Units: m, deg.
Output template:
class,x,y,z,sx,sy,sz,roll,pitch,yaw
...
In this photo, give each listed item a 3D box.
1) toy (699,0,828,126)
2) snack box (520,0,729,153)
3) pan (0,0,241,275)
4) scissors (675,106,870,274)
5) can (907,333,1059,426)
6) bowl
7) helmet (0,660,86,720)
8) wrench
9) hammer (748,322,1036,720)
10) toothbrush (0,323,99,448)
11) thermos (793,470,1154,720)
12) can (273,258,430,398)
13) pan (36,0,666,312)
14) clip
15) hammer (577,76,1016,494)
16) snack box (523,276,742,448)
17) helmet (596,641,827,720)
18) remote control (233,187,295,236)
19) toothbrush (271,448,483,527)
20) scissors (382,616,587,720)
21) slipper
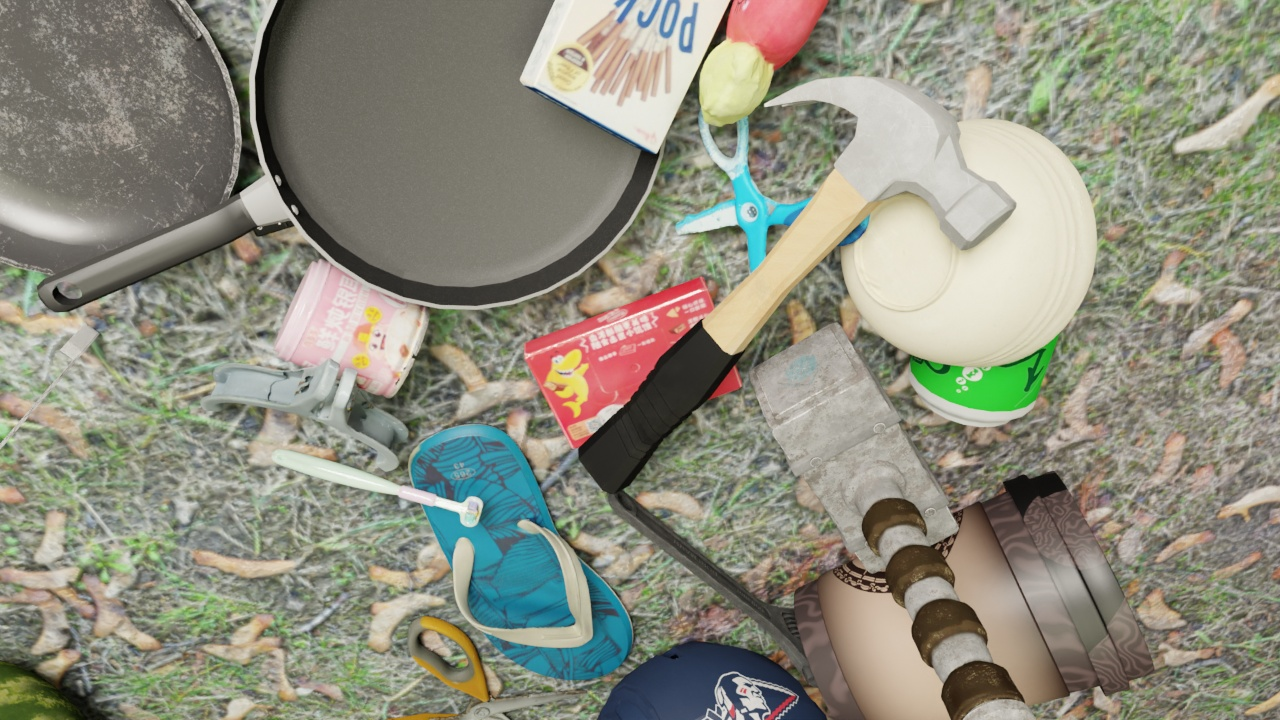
class,x,y,z,sx,sy,sz,roll,pitch,yaw
toy,0.072,-0.187,0.494,0.045,0.091,0.135,30,100,-5
snack box,0.004,-0.195,0.483,0.082,0.026,0.150,20,101,-32
pan,-0.264,-0.190,0.474,0.357,0.040,0.207,-40,119,16
scissors,0.076,-0.097,0.555,0.140,0.011,0.134,8,112,34
can,0.236,-0.032,0.615,0.087,0.087,0.140,-1,123,-8
bowl,0.175,-0.065,0.537,0.075,0.151,0.151,-11,130,-40
helmet,-0.516,0.336,0.659,0.214,0.246,0.243,-19,83,25
wrench,0.073,0.188,0.754,0.018,0.073,0.273,-42,112,18
hammer,0.168,0.127,0.565,0.079,0.325,0.177,-31,121,11
toothbrush,-0.341,0.021,0.513,0.010,0.181,0.010,-39,116,10
thermos,0.252,0.204,0.730,0.226,0.172,0.173,-25,123,16
can,-0.181,-0.020,0.577,0.076,0.067,0.067,24,116,-23
pan,-0.154,-0.110,0.505,0.356,0.034,0.225,-25,122,-5
clip,-0.210,0.038,0.604,0.165,0.032,0.165,4,157,23
hammer,0.059,-0.025,0.554,0.131,0.039,0.329,51,127,15
snack box,-0.004,0.004,0.644,0.133,0.021,0.089,-20,123,5
helmet,0.066,0.341,0.743,0.232,0.223,0.273,0,160,-25
remote control,-0.173,-0.108,0.555,0.140,0.009,0.030,-16,123,3
toothbrush,-0.189,0.089,0.657,0.155,0.015,0.022,16,82,-1
scissors,-0.167,0.311,0.822,0.230,0.016,0.225,-27,123,9
slipper,-0.094,0.174,0.720,0.118,0.060,0.295,-18,123,8
